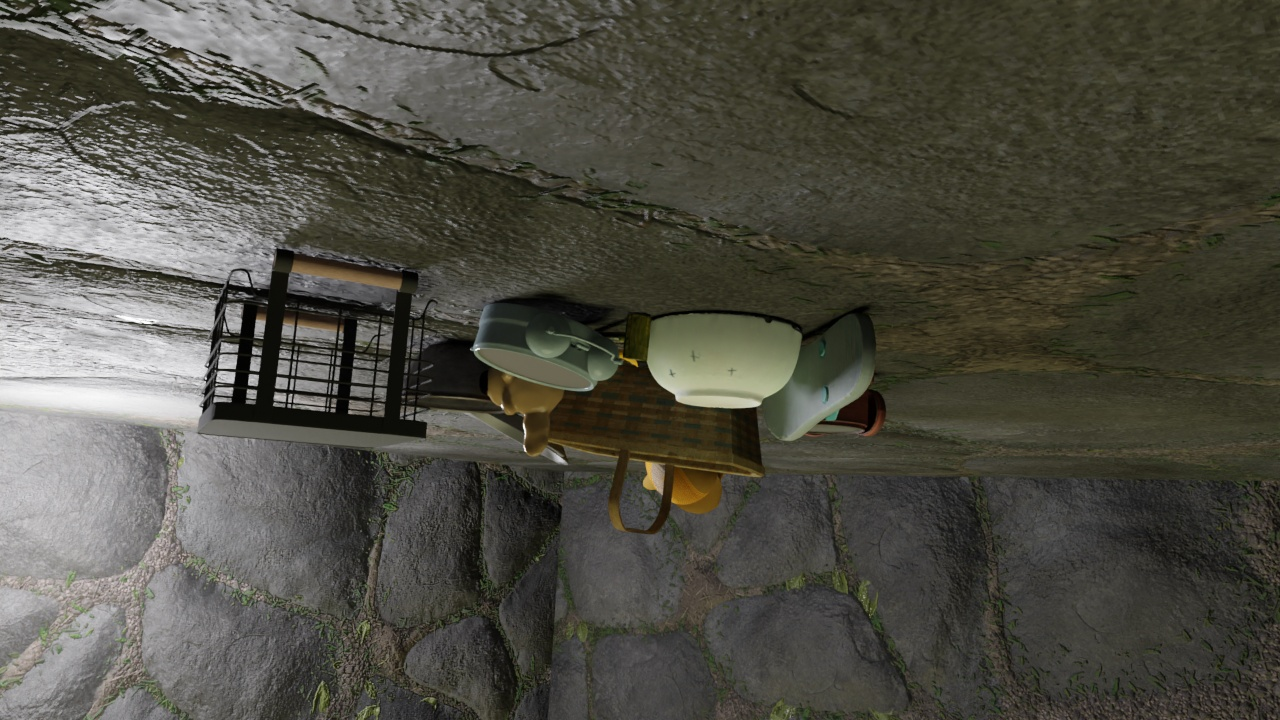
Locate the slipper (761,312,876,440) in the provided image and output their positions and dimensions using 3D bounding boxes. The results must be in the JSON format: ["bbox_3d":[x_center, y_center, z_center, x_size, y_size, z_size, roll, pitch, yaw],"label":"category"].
[{"bbox_3d":[0.178,0.024,0.885,0.054,0.098,0.269,6,169,-9],"label":"slipper"}]

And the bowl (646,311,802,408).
[{"bbox_3d":[0.076,0.005,0.878,0.153,0.072,0.153,4,169,1],"label":"bowl"}]

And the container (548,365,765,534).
[{"bbox_3d":[0.011,0.110,1.084,0.250,0.186,0.157,5,170,25],"label":"container"}]

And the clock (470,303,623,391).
[{"bbox_3d":[-0.085,-0.011,0.844,0.122,0.045,0.160,25,164,-34],"label":"clock"}]

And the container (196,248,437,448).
[{"bbox_3d":[-0.284,0.001,0.797,0.162,0.130,0.242,8,169,-28],"label":"container"}]

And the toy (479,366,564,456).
[{"bbox_3d":[-0.115,0.024,0.991,0.106,0.134,0.108,5,-169,10],"label":"toy"}]

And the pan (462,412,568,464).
[{"bbox_3d":[-0.227,0.086,1.400,0.355,0.024,0.216,14,161,48],"label":"pan"}]

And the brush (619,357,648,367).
[{"bbox_3d":[-0.007,0.006,1.097,0.033,0.012,0.217,-3,167,36],"label":"brush"}]

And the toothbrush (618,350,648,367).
[{"bbox_3d":[0.002,-0.004,0.984,0.197,0.031,0.031,6,162,11],"label":"toothbrush"}]

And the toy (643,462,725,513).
[{"bbox_3d":[0.081,0.175,1.506,0.199,0.162,0.203,-39,-177,11],"label":"toy"}]

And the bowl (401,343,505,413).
[{"bbox_3d":[-0.211,0.020,1.069,0.145,0.067,0.145,3,170,0],"label":"bowl"}]

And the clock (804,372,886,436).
[{"bbox_3d":[0.222,0.050,1.088,0.121,0.072,0.157,-4,167,36],"label":"clock"}]

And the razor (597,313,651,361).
[{"bbox_3d":[-0.022,-0.022,0.883,0.026,0.042,0.106,4,180,-25],"label":"razor"}]
